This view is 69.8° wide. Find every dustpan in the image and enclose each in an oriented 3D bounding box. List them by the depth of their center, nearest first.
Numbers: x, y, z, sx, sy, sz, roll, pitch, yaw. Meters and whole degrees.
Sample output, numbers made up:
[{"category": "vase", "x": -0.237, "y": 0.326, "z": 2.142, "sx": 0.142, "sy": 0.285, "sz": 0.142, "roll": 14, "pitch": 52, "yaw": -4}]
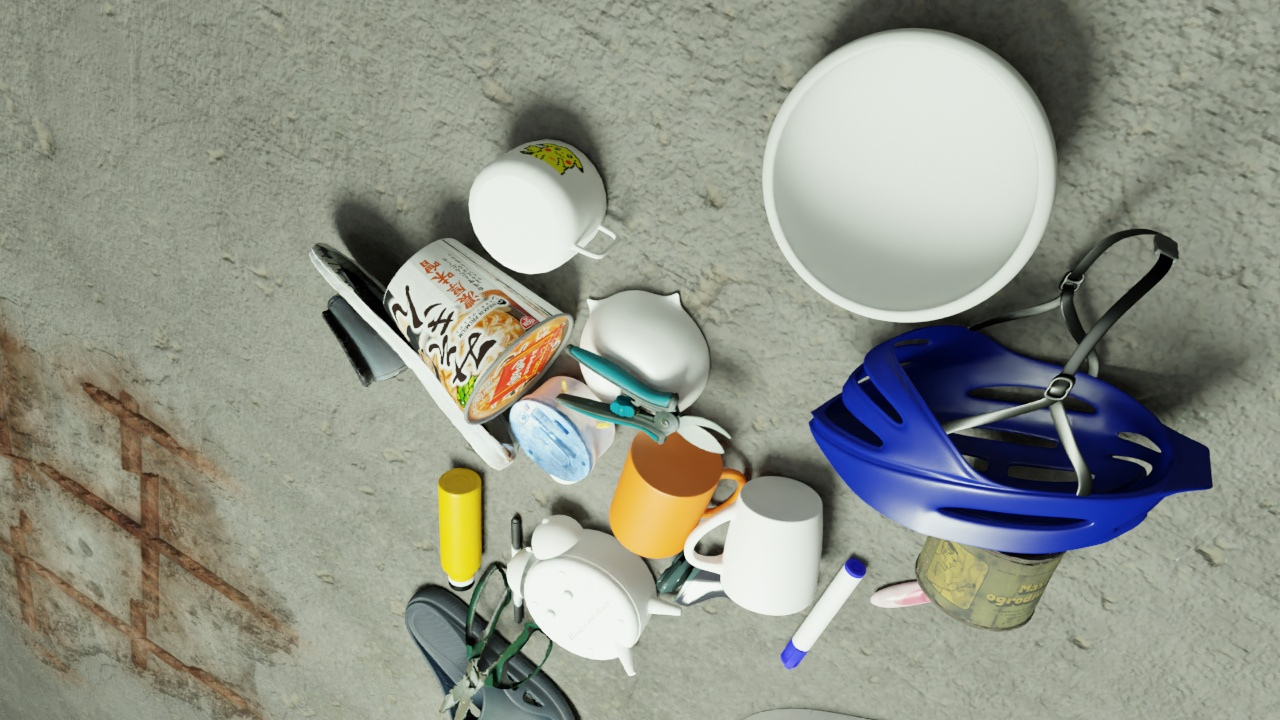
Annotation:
[{"category": "dustpan", "x": 0.198, "y": 0.437, "z": 0.901, "sx": 0.258, "sy": 0.053, "sz": 0.192, "roll": 0, "pitch": 117, "yaw": 28}]

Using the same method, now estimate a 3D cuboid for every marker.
[{"category": "marker", "x": 0.161, "y": 0.229, "z": 0.820, "sx": 0.020, "sy": 0.020, "sz": 0.142, "roll": 29, "pitch": 127, "yaw": 10}, {"category": "marker", "x": -0.131, "y": 0.225, "z": 0.977, "sx": 0.011, "sy": 0.011, "sz": 0.152, "roll": 16, "pitch": 124, "yaw": 19}]

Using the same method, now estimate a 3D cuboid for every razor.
[{"category": "razor", "x": 0.086, "y": 0.202, "z": 0.833, "sx": 0.143, "sy": 0.047, "sz": 0.052, "roll": 2, "pitch": 94, "yaw": 23}]

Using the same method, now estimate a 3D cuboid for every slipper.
[{"category": "slipper", "x": -0.215, "y": 0.005, "z": 0.830, "sx": 0.063, "sy": 0.111, "sz": 0.264, "roll": -43, "pitch": 98, "yaw": 4}, {"category": "slipper", "x": -0.180, "y": 0.378, "z": 1.049, "sx": 0.268, "sy": 0.083, "sz": 0.111, "roll": 47, "pitch": 126, "yaw": -2}]

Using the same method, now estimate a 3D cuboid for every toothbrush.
[{"category": "toothbrush", "x": 0.253, "y": 0.190, "z": 0.754, "sx": 0.135, "sy": 0.016, "sz": 0.021, "roll": -17, "pitch": 108, "yaw": 36}]

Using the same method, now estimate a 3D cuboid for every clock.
[{"category": "clock", "x": -0.075, "y": 0.066, "z": 0.823, "sx": 0.089, "sy": 0.051, "sz": 0.126, "roll": 45, "pitch": 142, "yaw": 1}, {"category": "clock", "x": -0.055, "y": 0.233, "z": 0.903, "sx": 0.161, "sy": 0.072, "sz": 0.126, "roll": 39, "pitch": 128, "yaw": 2}]

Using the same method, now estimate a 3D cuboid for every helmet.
[{"category": "helmet", "x": 0.232, "y": 0.016, "z": 0.576, "sx": 0.242, "sy": 0.147, "sz": 0.228, "roll": 15, "pitch": 128, "yaw": 19}]

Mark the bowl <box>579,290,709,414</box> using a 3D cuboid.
[{"category": "bowl", "x": -0.005, "y": 0.004, "z": 0.757, "sx": 0.115, "sy": 0.050, "sz": 0.115, "roll": 13, "pitch": 123, "yaw": 21}]

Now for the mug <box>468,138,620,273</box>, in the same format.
[{"category": "mug", "x": -0.071, "y": -0.114, "z": 0.712, "sx": 0.115, "sy": 0.067, "sz": 0.094, "roll": 31, "pitch": 127, "yaw": 9}]

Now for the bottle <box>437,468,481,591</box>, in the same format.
[{"category": "bottle", "x": -0.188, "y": 0.182, "z": 0.961, "sx": 0.043, "sy": 0.043, "sz": 0.144, "roll": 18, "pitch": 124, "yaw": 18}]

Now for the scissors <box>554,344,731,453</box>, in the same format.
[{"category": "scissors", "x": -0.007, "y": 0.034, "z": 0.730, "sx": 0.155, "sy": 0.019, "sz": 0.126, "roll": -16, "pitch": 111, "yaw": 32}]

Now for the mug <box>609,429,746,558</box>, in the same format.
[{"category": "mug", "x": 0.037, "y": 0.112, "z": 0.784, "sx": 0.112, "sy": 0.077, "sz": 0.096, "roll": 3, "pitch": 138, "yaw": -13}]

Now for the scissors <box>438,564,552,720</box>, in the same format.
[{"category": "scissors", "x": -0.180, "y": 0.313, "z": 0.998, "sx": 0.210, "sy": 0.015, "sz": 0.137, "roll": -46, "pitch": 61, "yaw": 25}]

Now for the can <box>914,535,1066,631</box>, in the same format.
[{"category": "can", "x": 0.257, "y": 0.139, "z": 0.674, "sx": 0.090, "sy": 0.089, "sz": 0.075, "roll": 20, "pitch": 125, "yaw": 16}]

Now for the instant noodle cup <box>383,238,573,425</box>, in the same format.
[{"category": "instant noodle cup", "x": -0.143, "y": -0.032, "z": 0.774, "sx": 0.122, "sy": 0.123, "sz": 0.124, "roll": 43, "pitch": 129, "yaw": 11}]

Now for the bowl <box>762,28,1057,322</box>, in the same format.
[{"category": "bowl", "x": 0.170, "y": -0.116, "z": 0.579, "sx": 0.177, "sy": 0.066, "sz": 0.177, "roll": 12, "pitch": 114, "yaw": 28}]

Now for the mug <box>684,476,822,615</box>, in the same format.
[{"category": "mug", "x": 0.095, "y": 0.150, "z": 0.765, "sx": 0.114, "sy": 0.080, "sz": 0.088, "roll": 5, "pitch": 115, "yaw": 2}]
